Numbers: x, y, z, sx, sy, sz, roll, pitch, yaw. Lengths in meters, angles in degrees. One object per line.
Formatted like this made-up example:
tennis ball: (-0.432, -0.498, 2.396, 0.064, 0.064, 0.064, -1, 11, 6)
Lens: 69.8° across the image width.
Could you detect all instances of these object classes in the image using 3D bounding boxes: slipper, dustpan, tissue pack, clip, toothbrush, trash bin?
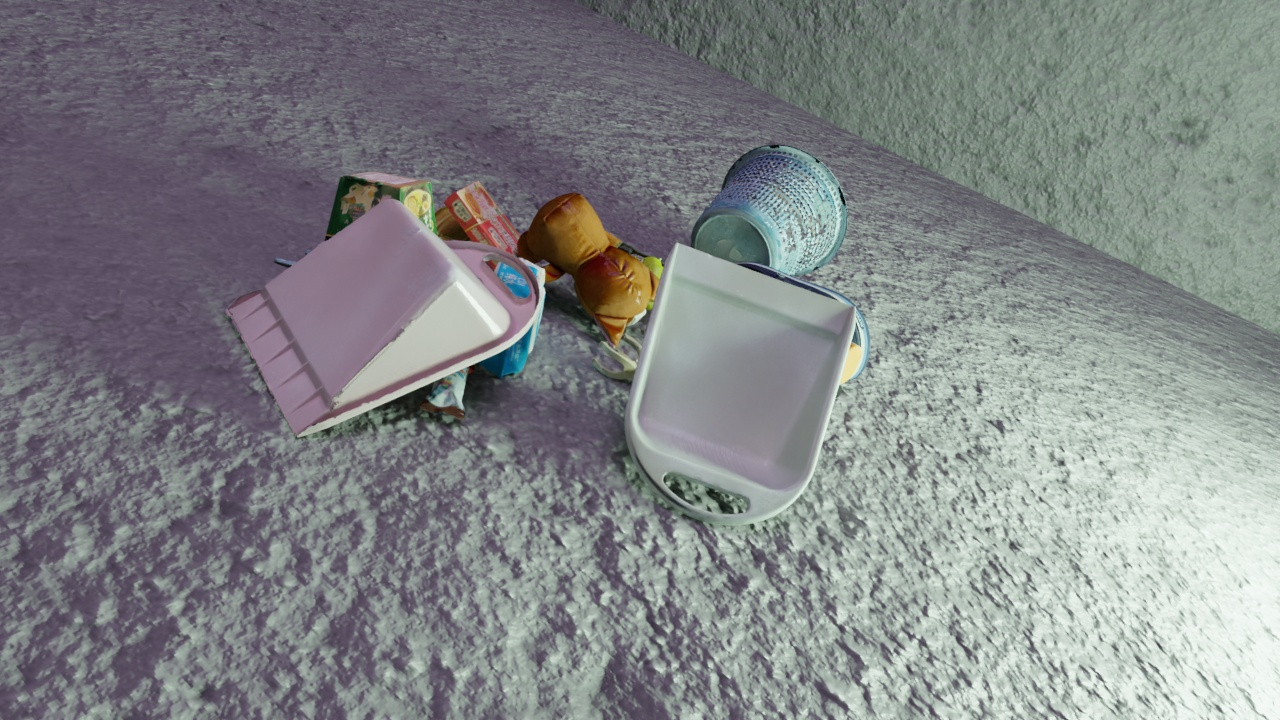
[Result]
slipper: (0.210, -0.065, 1.297, 0.253, 0.105, 0.095, 37, 30, 28)
dustpan: (0.099, 0.031, 0.955, 0.222, 0.258, 0.142, 19, 4, -3)
tissue pack: (-0.145, -0.051, 1.042, 0.063, 0.090, 0.139, 12, 28, -6)
clip: (-0.006, 0.005, 1.100, 0.101, 0.035, 0.096, 25, 28, -2)
dustpan: (-0.244, -0.040, 0.931, 0.222, 0.273, 0.139, 49, -2, 38)
toothbrush: (0.048, -0.130, 1.337, 0.186, 0.012, 0.017, 26, 31, 17)
trash bin: (0.185, -0.204, 1.450, 0.226, 0.227, 0.194, 30, 41, 17)

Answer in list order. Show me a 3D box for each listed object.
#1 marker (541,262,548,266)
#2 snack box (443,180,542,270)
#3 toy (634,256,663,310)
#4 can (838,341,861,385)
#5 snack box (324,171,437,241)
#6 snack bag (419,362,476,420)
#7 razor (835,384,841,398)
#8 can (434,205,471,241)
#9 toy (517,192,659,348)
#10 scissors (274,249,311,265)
marker: (-0.121, -0.133, 1.296, 0.018, 0.015, 0.123, 32, 32, 22)
snack box: (-0.187, -0.158, 1.194, 0.153, 0.026, 0.075, 54, 23, -10)
toy: (-0.002, -0.105, 1.270, 0.100, 0.031, 0.097, -39, 54, -17)
can: (0.215, -0.027, 1.198, 0.058, 0.058, 0.146, -11, 37, -46)
snack box: (-0.303, -0.167, 1.094, 0.118, 0.106, 0.117, 13, 18, 10)
snack bag: (-0.196, 0.027, 0.935, 0.045, 0.026, 0.105, 18, 29, -13)
razor: (0.208, 0.042, 1.169, 0.068, 0.062, 0.167, 1, 6, 37)
can: (-0.246, -0.162, 1.219, 0.074, 0.049, 0.147, 19, 27, -3)
toy: (-0.064, -0.116, 1.184, 0.199, 0.131, 0.139, 43, 65, 5)
scissors: (-0.356, -0.101, 1.073, 0.125, 0.017, 0.133, -7, 34, -40)
